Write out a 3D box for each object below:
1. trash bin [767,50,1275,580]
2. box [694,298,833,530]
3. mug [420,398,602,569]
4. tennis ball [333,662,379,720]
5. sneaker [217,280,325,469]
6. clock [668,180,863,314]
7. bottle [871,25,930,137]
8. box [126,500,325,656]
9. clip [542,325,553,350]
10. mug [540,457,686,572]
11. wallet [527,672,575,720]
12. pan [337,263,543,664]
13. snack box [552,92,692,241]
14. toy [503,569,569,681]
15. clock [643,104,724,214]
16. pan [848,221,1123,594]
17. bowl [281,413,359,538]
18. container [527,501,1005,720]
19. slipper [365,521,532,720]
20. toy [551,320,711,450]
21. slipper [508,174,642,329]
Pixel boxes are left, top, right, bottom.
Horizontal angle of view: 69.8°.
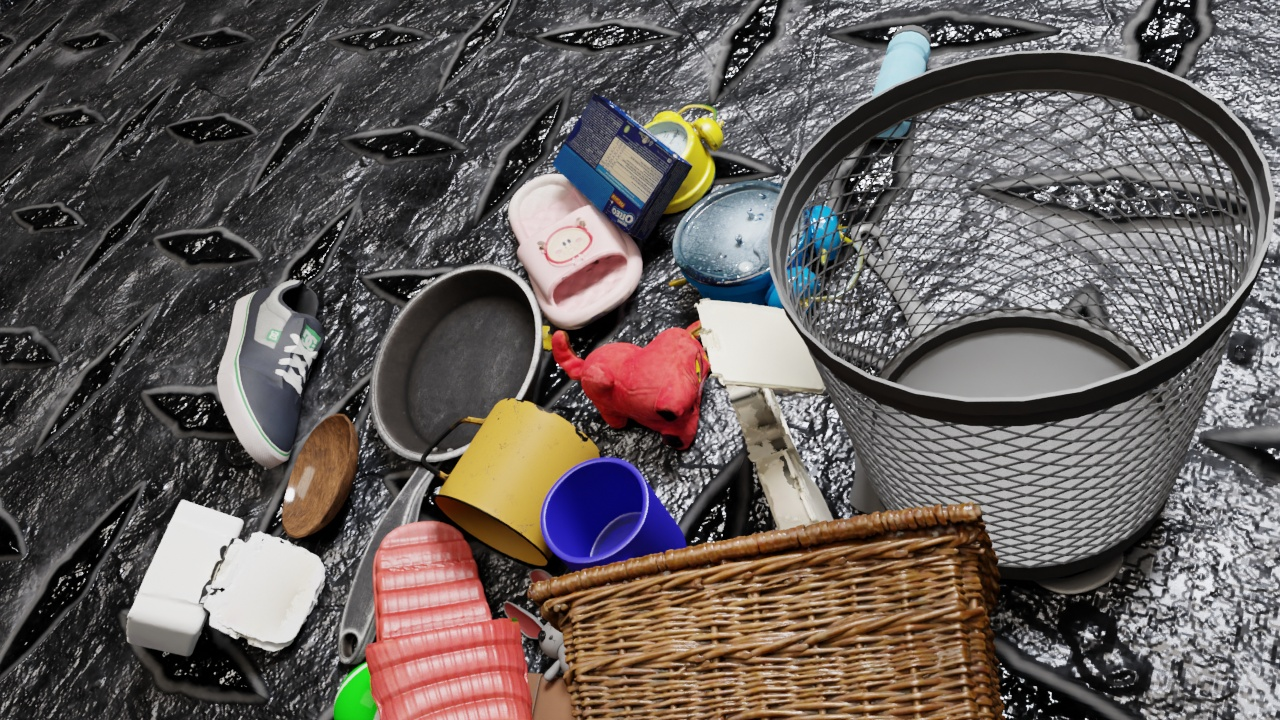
[{"bbox_3d":[0.205,-0.009,0.516,0.218,0.227,0.217,-12,51,16],"label":"trash bin"},{"bbox_3d":[0.099,0.050,0.581,0.070,0.186,0.143,-22,56,7],"label":"box"},{"bbox_3d":[-0.100,0.085,0.698,0.124,0.101,0.094,31,65,-1],"label":"mug"},{"bbox_3d":[-0.182,0.244,0.647,0.065,0.065,0.065,-13,51,16],"label":"tennis ball"},{"bbox_3d":[-0.352,0.001,0.902,0.079,0.084,0.235,-26,45,5],"label":"sneaker"},{"bbox_3d":[0.105,-0.089,0.772,0.162,0.060,0.116,16,62,32],"label":"clock"},{"bbox_3d":[0.241,-0.263,0.851,0.040,0.040,0.129,6,58,28],"label":"bottle"},{"bbox_3d":[-0.338,0.190,0.767,0.121,0.136,0.108,-45,31,49],"label":"box"},{"bbox_3d":[-0.105,-0.012,0.831,0.054,0.045,0.049,5,33,26],"label":"clip"},{"bbox_3d":[-0.012,0.134,0.639,0.079,0.083,0.111,-28,48,3],"label":"mug"},{"bbox_3d":[-0.084,0.257,0.626,0.121,0.013,0.087,-4,54,20],"label":"wallet"},{"bbox_3d":[-0.180,0.079,0.783,0.188,0.055,0.356,1,68,31],"label":"pan"},{"bbox_3d":[-0.021,-0.181,0.852,0.082,0.027,0.150,-56,47,17],"label":"snack box"},{"bbox_3d":[-0.057,0.195,0.643,0.049,0.030,0.112,-50,41,-2],"label":"toy"},{"bbox_3d":[0.033,-0.199,0.888,0.083,0.057,0.118,22,73,36],"label":"clock"},{"bbox_3d":[0.228,0.005,0.665,0.216,0.024,0.354,-24,48,6],"label":"pan"},{"bbox_3d":[-0.277,0.105,0.814,0.102,0.026,0.114,-10,60,43],"label":"bowl"},{"bbox_3d":[0.084,0.207,0.494,0.250,0.162,0.182,-14,54,16],"label":"container"},{"bbox_3d":[-0.131,0.197,0.618,0.103,0.059,0.248,-7,43,-23],"label":"slipper"},{"bbox_3d":[-0.004,0.004,0.735,0.133,0.088,0.093,22,64,13],"label":"toy"},{"bbox_3d":[-0.068,-0.114,0.874,0.107,0.056,0.221,-29,47,-1],"label":"slipper"}]
